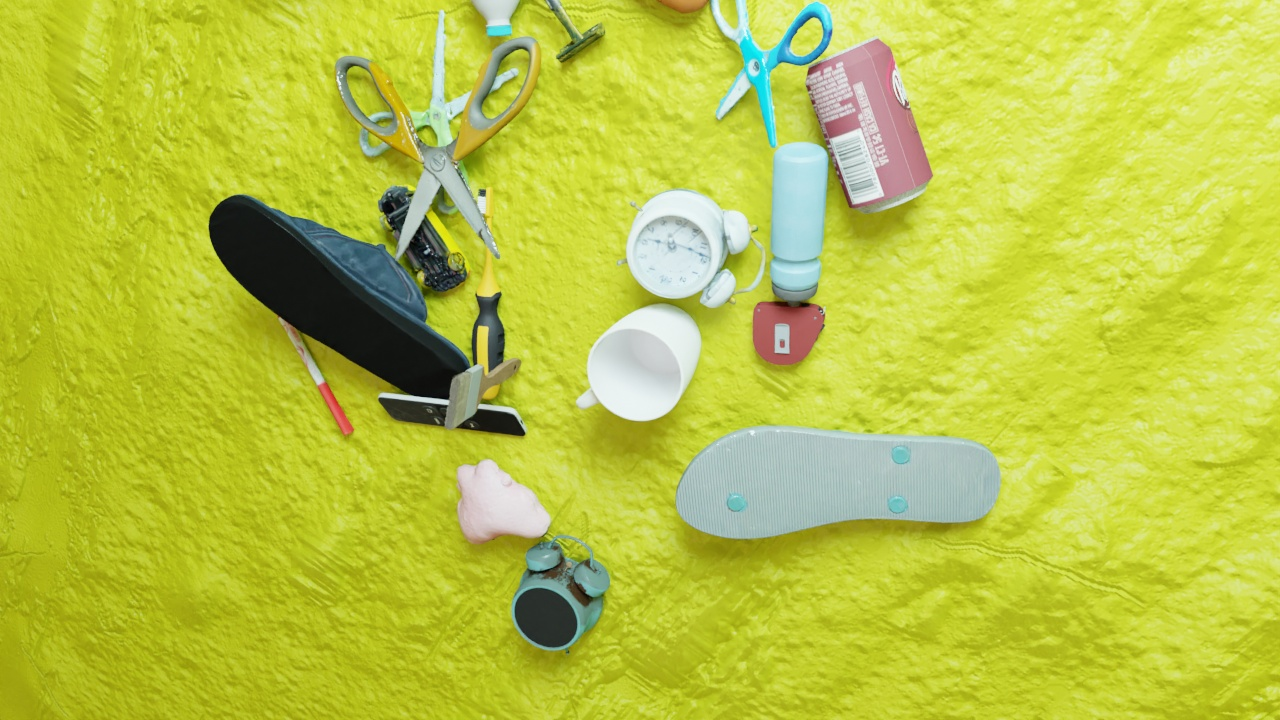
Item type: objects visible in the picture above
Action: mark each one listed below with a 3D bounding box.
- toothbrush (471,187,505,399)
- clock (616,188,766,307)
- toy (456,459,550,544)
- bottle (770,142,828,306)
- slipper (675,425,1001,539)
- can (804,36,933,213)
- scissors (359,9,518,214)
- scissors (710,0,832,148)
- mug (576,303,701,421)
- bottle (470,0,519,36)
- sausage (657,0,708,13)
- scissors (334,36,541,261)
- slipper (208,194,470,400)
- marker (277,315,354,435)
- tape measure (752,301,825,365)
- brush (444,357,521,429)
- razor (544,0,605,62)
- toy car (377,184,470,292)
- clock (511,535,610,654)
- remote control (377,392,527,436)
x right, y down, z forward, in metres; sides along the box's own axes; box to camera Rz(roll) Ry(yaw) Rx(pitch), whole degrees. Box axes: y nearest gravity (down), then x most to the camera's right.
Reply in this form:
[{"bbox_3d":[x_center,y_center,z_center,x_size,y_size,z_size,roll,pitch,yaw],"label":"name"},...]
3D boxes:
[{"bbox_3d":[-0.138,-0.058,0.831,0.031,0.031,0.197,7,109,12],"label":"toothbrush"},{"bbox_3d":[0.043,-0.090,0.742,0.117,0.057,0.083,16,114,4],"label":"clock"},{"bbox_3d":[-0.145,0.139,0.896,0.103,0.050,0.093,-16,107,27],"label":"toy"},{"bbox_3d":[0.121,-0.100,0.710,0.040,0.040,0.130,7,124,16],"label":"bottle"},{"bbox_3d":[0.163,0.094,0.783,0.269,0.054,0.098,-5,107,8],"label":"slipper"},{"bbox_3d":[0.165,-0.169,0.665,0.063,0.063,0.114,-18,104,24],"label":"can"},{"bbox_3d":[-0.180,-0.212,0.791,0.166,0.024,0.171,12,112,20],"label":"scissors"},{"bbox_3d":[0.091,-0.223,0.667,0.140,0.011,0.134,-4,100,54],"label":"scissors"},{"bbox_3d":[-0.005,0.005,0.775,0.114,0.087,0.081,-32,98,26],"label":"mug"},{"bbox_3d":[-0.117,-0.323,0.710,0.044,0.044,0.136,3,111,17],"label":"bottle"},{"bbox_3d":[-0.015,-0.317,0.682,0.164,0.039,0.045,41,120,0],"label":"sausage"},{"bbox_3d":[-0.164,-0.191,0.768,0.230,0.016,0.225,-38,86,20],"label":"scissors"},{"bbox_3d":[-0.261,-0.067,0.842,0.265,0.083,0.109,38,137,-23],"label":"slipper"},{"bbox_3d":[-0.331,0.012,0.931,0.013,0.012,0.142,-21,102,24],"label":"marker"},{"bbox_3d":[0.123,-0.022,0.761,0.059,0.019,0.051,4,111,17],"label":"tape measure"},{"bbox_3d":[-0.132,0.019,0.793,0.008,0.142,0.045,16,106,11],"label":"brush"},{"bbox_3d":[-0.074,-0.286,0.706,0.043,0.026,0.106,-24,118,27],"label":"razor"},{"bbox_3d":[-0.194,-0.110,0.826,0.049,0.030,0.107,-21,109,31],"label":"toy car"},{"bbox_3d":[-0.080,0.230,0.908,0.090,0.053,0.124,20,112,10],"label":"clock"},{"bbox_3d":[-0.182,0.052,0.885,0.147,0.008,0.045,5,148,17],"label":"remote control"}]
